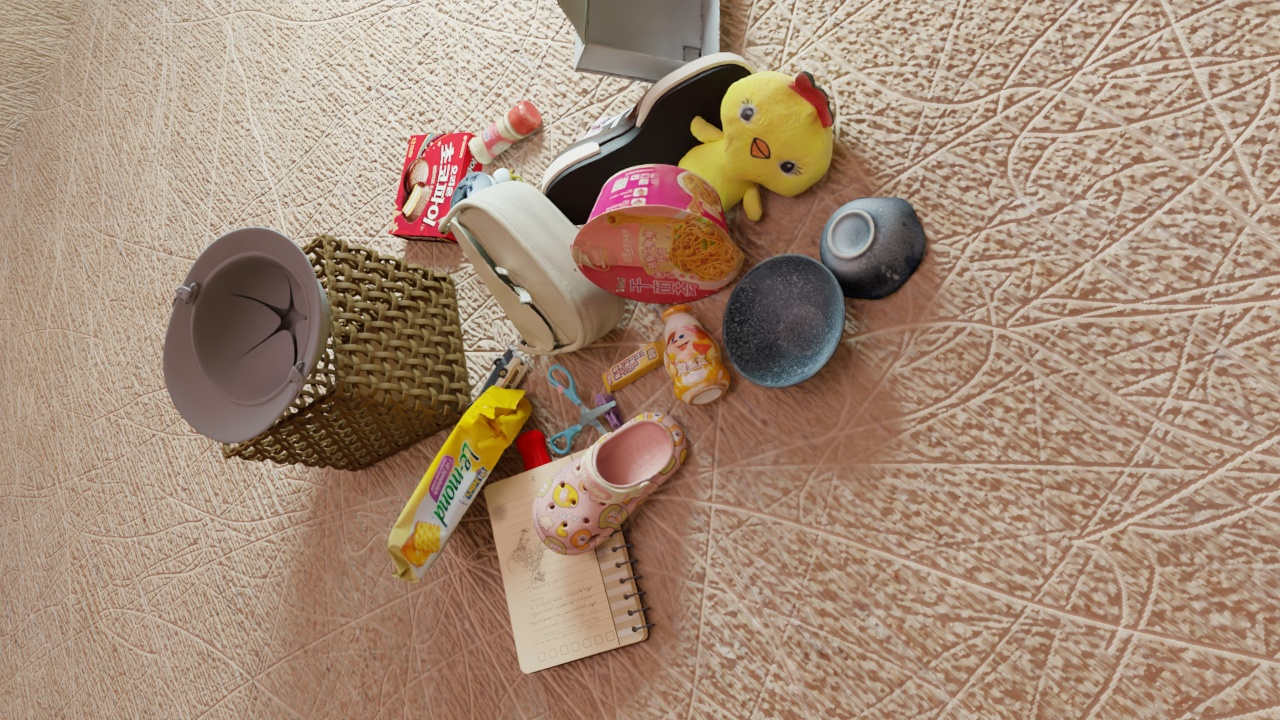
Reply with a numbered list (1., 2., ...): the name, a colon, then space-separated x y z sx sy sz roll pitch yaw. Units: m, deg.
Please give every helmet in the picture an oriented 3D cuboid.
1. helmet: -0.435 -0.035 1.076 0.183 0.117 0.272 36 110 5

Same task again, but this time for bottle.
1. bottle: -0.187 -0.313 1.264 0.109 0.044 0.044 -28 64 30
2. bottle: -0.119 0.144 1.112 0.036 0.036 0.119 -35 61 26
3. bottle: 0.055 -0.007 0.997 0.063 0.063 0.108 -32 63 28

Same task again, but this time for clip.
1. clip: -0.035 0.061 1.076 0.013 0.032 0.051 -40 60 24

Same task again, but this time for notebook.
1. notebook: -0.085 0.224 1.045 0.168 0.024 0.225 -21 71 17

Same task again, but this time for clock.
1. clock: -0.204 -0.214 1.245 0.118 0.057 0.083 -17 69 33

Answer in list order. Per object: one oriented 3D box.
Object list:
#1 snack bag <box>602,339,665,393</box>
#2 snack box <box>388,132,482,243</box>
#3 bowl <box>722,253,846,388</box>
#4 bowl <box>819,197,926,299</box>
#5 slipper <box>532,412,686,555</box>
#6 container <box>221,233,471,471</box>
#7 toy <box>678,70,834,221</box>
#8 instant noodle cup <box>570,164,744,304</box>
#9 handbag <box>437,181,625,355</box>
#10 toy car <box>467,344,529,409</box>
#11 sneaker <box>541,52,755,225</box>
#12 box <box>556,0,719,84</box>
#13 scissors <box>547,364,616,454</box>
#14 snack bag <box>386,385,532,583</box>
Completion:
1. snack bag: -0.006 0.006 1.069 0.099 0.020 0.026 -30 62 28
2. snack box: -0.296 -0.251 1.336 0.133 0.035 0.152 9 85 38
3. bowl: 0.155 -0.035 0.931 0.137 0.057 0.137 -10 74 36
4. bowl: 0.219 -0.117 0.904 0.111 0.055 0.110 -10 73 36
5. slipper: -0.039 0.125 0.994 0.197 0.081 0.093 -41 69 -4
6. container: -0.402 0.003 1.246 0.252 0.214 0.219 -25 65 30
7. toy: 0.124 -0.228 0.979 0.208 0.092 0.134 -30 99 35
8. instant noodle cup: 0.019 -0.141 0.999 0.179 0.178 0.077 -17 54 34
9. handbag: -0.151 -0.098 1.087 0.185 0.131 0.229 -25 97 48
10. toy car: -0.183 0.037 1.186 0.113 0.039 0.039 -58 30 14
11. sneaker: 0.008 -0.275 1.083 0.295 0.111 0.116 -31 42 28
12. box: -0.026 -0.428 0.978 0.165 0.330 0.167 -5 77 23
13. scissors: -0.079 0.071 1.097 0.135 0.015 0.130 45 125 35
14. snack bag: -0.219 0.138 1.116 0.068 0.159 0.247 33 103 -3
